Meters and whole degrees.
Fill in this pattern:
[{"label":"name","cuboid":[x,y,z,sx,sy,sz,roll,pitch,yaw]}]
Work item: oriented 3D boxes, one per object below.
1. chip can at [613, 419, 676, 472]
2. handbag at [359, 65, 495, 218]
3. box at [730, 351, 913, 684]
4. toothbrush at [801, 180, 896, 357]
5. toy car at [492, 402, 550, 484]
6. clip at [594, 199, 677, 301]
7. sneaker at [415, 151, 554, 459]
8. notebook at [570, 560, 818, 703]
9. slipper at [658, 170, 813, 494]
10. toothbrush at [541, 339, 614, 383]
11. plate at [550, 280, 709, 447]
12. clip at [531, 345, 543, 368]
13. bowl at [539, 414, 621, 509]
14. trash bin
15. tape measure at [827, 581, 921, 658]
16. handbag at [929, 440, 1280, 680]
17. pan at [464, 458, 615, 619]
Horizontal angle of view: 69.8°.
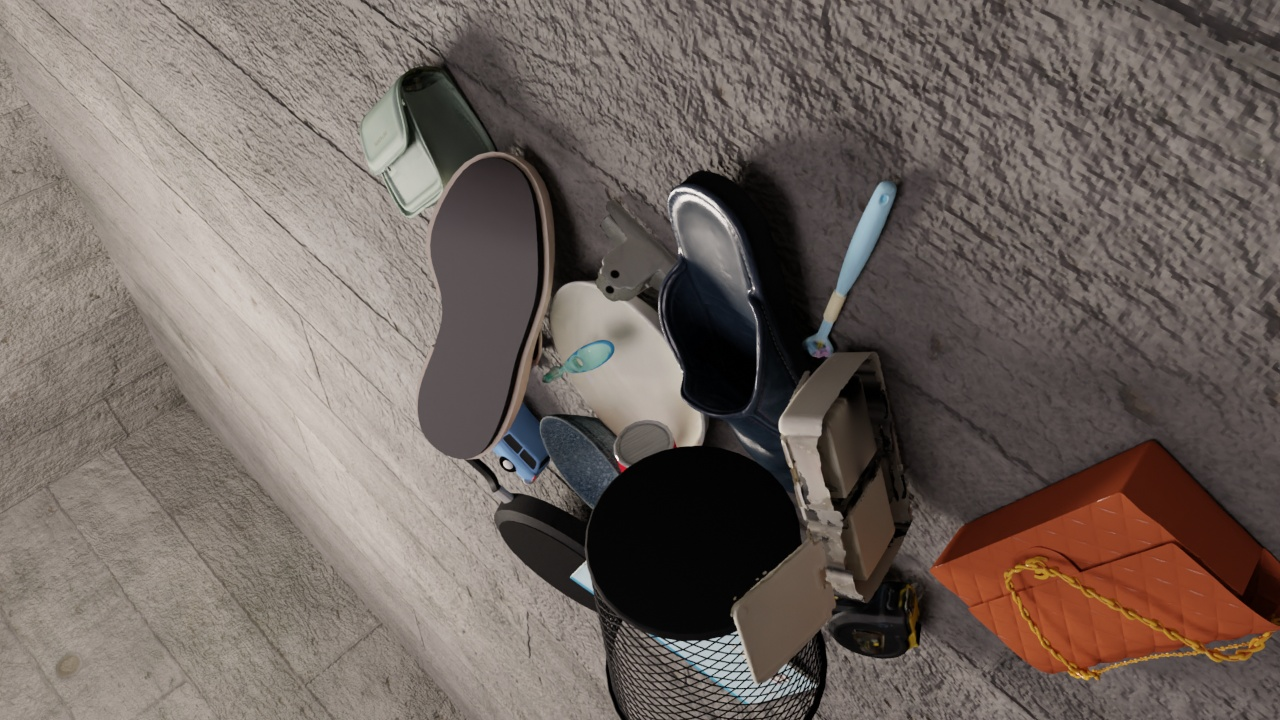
[{"label":"chip can","cuboid":[0.025,0.137,0.818,0.052,0.051,0.215,29,152,35]},{"label":"handbag","cuboid":[-0.196,-0.190,0.816,0.122,0.067,0.106,-11,112,58]},{"label":"box","cuboid":[0.108,0.094,0.569,0.044,0.183,0.143,0,118,38]},{"label":"toothbrush","cuboid":[0.127,-0.051,0.562,0.022,0.016,0.155,20,144,8]},{"label":"toy car","cuboid":[-0.157,0.069,1.040,0.153,0.056,0.055,49,132,-10]},{"label":"clip","cuboid":[-0.007,-0.067,0.701,0.102,0.059,0.052,46,169,12]},{"label":"sneaker","cuboid":[-0.124,-0.053,0.840,0.112,0.116,0.294,17,118,11]},{"label":"notebook","cuboid":[0.048,0.284,0.981,0.253,0.009,0.181,35,149,1]},{"label":"slipper","cuboid":[0.059,0.005,0.635,0.109,0.083,0.266,29,149,50]},{"label":"toothbrush","cuboid":[-0.057,0.003,0.805,0.022,0.017,0.135,57,151,-6]},{"label":"plate","cuboid":[-0.005,0.005,0.789,0.182,0.034,0.183,35,146,28]},{"label":"clip","cuboid":[-0.150,-0.052,0.944,0.130,0.030,0.120,39,143,24]},{"label":"bowl","cuboid":[-0.032,0.093,0.897,0.137,0.057,0.137,38,151,25]},{"label":"trash bin","cuboid":[0.048,0.182,0.689,0.184,0.183,0.210,33,152,31]},{"label":"tape measure","cuboid":[0.181,0.201,0.713,0.072,0.042,0.072,-7,136,26]},{"label":"handbag","cuboid":[0.262,0.131,0.531,0.109,0.060,0.172,45,150,6]},{"label":"pan","cuboid":[-0.127,0.197,1.089,0.356,0.034,0.226,45,152,-16]}]
